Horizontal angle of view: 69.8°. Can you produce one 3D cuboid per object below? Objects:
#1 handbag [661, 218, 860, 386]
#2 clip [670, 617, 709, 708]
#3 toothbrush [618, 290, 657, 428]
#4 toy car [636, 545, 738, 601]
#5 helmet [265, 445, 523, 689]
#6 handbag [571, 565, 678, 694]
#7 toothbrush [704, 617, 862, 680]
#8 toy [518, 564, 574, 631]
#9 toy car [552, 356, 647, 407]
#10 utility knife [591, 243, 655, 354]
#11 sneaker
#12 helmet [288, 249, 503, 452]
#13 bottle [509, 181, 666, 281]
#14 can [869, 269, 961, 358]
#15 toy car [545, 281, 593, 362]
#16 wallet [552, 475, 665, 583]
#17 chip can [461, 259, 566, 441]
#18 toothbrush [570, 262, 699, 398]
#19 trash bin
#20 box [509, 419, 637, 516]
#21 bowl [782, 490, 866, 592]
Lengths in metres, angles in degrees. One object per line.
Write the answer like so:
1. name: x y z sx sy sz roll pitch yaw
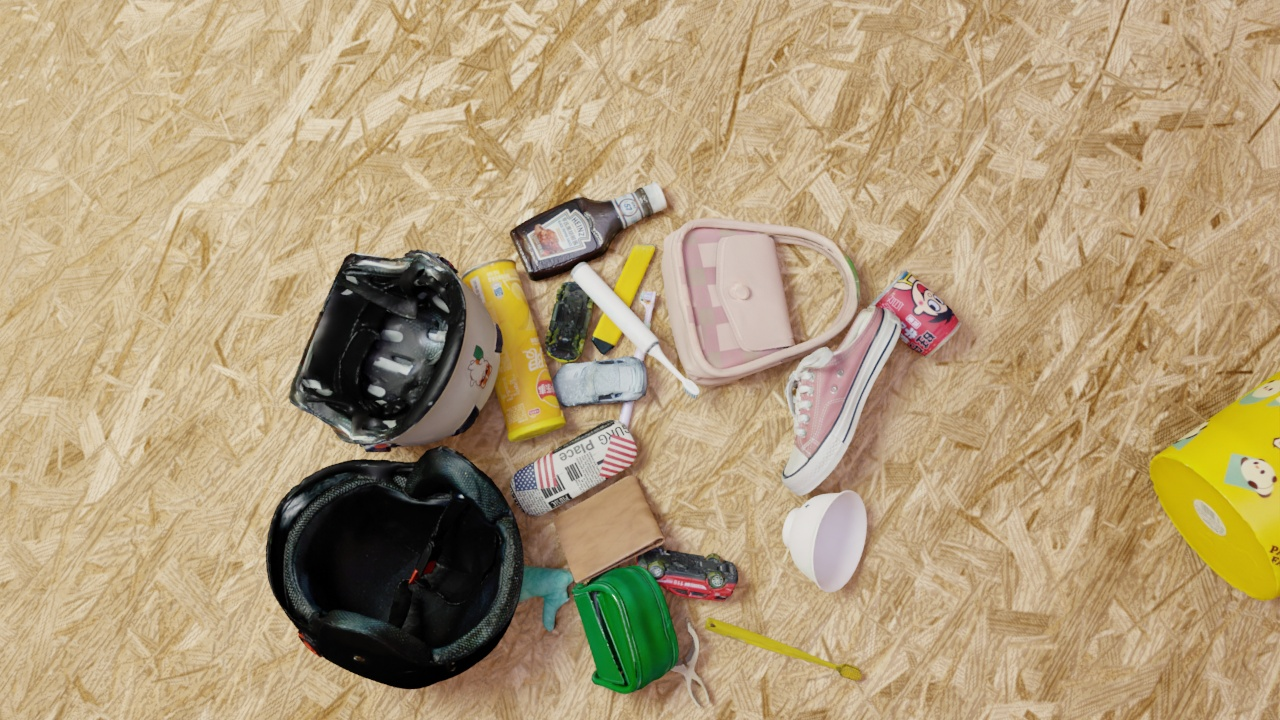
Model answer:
1. handbag: 0.150 -0.079 1.113 0.234 0.093 0.193 -9 83 -6
2. clip: 0.041 0.354 1.073 0.095 0.035 0.102 0 89 -3
3. toothbrush: -0.007 0.007 1.130 0.021 0.029 0.189 16 82 -34
4. toy car: 0.053 0.251 1.076 0.120 0.052 0.045 13 107 -1
5. helmet: -0.262 0.232 1.002 0.275 0.231 0.232 22 53 9
6. handbag: -0.024 0.305 1.046 0.067 0.120 0.131 -12 84 -40
7. toothbrush: 0.168 0.339 1.078 0.190 0.016 0.015 18 82 4
8. toy: -0.124 0.272 1.091 0.092 0.030 0.096 3 88 4
9. toy car: -0.050 0.026 1.112 0.121 0.036 0.054 -7 80 17
10. utility knife: -0.020 -0.079 1.145 0.033 0.015 0.156 25 82 -1
11. sneaker: 0.213 0.037 1.070 0.088 0.118 0.241 27 91 -7
12. helmet: -0.257 0.001 1.051 0.274 0.156 0.229 9 77 35
13. bottle: -0.062 -0.168 1.145 0.195 0.044 0.080 -24 79 -3
14. can: 0.330 -0.055 1.105 0.094 0.066 0.066 44 85 7
15. toy car: -0.087 -0.047 1.134 0.048 0.032 0.105 12 70 -2
16. wallet: -0.039 0.197 1.077 0.115 0.020 0.101 -27 45 0
17. chip can: -0.155 -0.012 1.111 0.072 0.072 0.213 -19 82 -1
18. toothbrush: -0.005 -0.036 1.102 0.026 0.026 0.221 -36 72 -22
19. trash bin: 0.731 0.117 0.999 0.255 0.229 0.229 -31 82 3
20. box: -0.080 0.129 1.105 0.164 0.052 0.069 -27 73 2
21. bowl: 0.206 0.202 1.066 0.065 0.118 0.118 11 80 43
